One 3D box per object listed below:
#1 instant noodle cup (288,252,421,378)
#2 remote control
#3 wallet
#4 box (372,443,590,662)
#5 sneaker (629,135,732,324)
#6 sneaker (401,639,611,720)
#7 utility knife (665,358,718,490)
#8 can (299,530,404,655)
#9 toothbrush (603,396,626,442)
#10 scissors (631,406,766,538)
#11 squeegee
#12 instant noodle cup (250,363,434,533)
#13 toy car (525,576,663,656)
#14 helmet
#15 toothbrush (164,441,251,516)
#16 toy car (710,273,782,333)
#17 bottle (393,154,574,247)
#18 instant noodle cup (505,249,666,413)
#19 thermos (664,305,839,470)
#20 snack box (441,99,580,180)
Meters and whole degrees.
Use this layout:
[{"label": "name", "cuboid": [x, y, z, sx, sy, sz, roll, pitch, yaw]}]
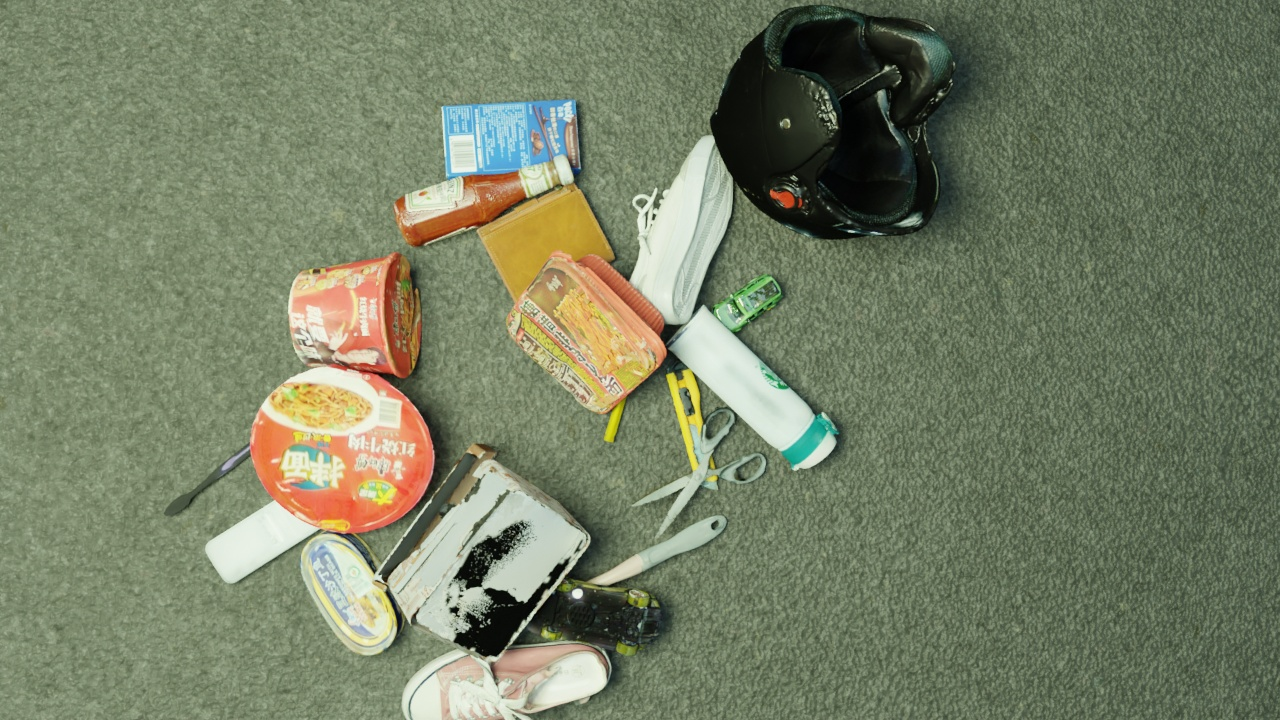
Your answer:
[{"label": "instant noodle cup", "cuboid": [-0.312, -0.046, 1.006, 0.108, 0.138, 0.138, -2, 87, 2]}, {"label": "remote control", "cuboid": [-0.418, 0.194, 1.034, 0.136, 0.020, 0.056, -33, 89, -6]}, {"label": "wallet", "cuboid": [-0.113, -0.143, 1.075, 0.130, 0.035, 0.119, -28, 90, -8]}, {"label": "box", "cuboid": [-0.192, 0.189, 0.994, 0.182, 0.181, 0.153, -51, 126, -5]}, {"label": "sneaker", "cuboid": [0.039, -0.154, 1.073, 0.091, 0.089, 0.241, 7, 68, 31]}, {"label": "sneaker", "cuboid": [-0.152, 0.361, 1.008, 0.241, 0.088, 0.118, -11, 87, 3]}, {"label": "utility knife", "cuboid": [0.064, 0.076, 1.089, 0.033, 0.015, 0.164, -16, 89, -4]}, {"label": "can", "cuboid": [-0.321, 0.257, 1.025, 0.074, 0.049, 0.148, -31, 90, -6]}, {"label": "toothbrush", "cuboid": [-0.006, 0.006, 1.087, 0.016, 0.016, 0.190, 19, 85, -11]}, {"label": "scissors", "cuboid": [0.072, 0.131, 1.069, 0.175, 0.014, 0.159, 8, 81, -19]}, {"label": "squeegee", "cuboid": [-0.010, 0.237, 1.062, 0.249, 0.040, 0.247, -24, 89, -7]}, {"label": "instant noodle cup", "cuboid": [-0.319, 0.089, 1.007, 0.194, 0.065, 0.194, -1, 110, -2]}, {"label": "toy car", "cuboid": [-0.053, 0.279, 1.018, 0.158, 0.042, 0.070, 13, 96, -8]}, {"label": "helmet", "cuboid": [0.207, -0.251, 1.018, 0.232, 0.231, 0.275, -32, 97, -31]}, {"label": "toothbrush", "cuboid": [-0.460, 0.113, 1.041, 0.189, 0.017, 0.014, -40, 102, -9]}, {"label": "toy car", "cuboid": [0.127, -0.067, 1.094, 0.091, 0.036, 0.043, -35, 92, -3]}, {"label": "bottle", "cuboid": [-0.178, -0.188, 1.052, 0.206, 0.060, 0.060, -19, 89, -1]}, {"label": "instant noodle cup", "cuboid": [-0.053, -0.039, 1.021, 0.164, 0.189, 0.078, 44, 55, -3]}, {"label": "thermos", "cuboid": [0.134, 0.034, 1.071, 0.224, 0.073, 0.073, 43, 84, -3]}, {"label": "snack box", "cuboid": [-0.152, -0.259, 1.082, 0.157, 0.026, 0.084, -4, 88, -6]}]
